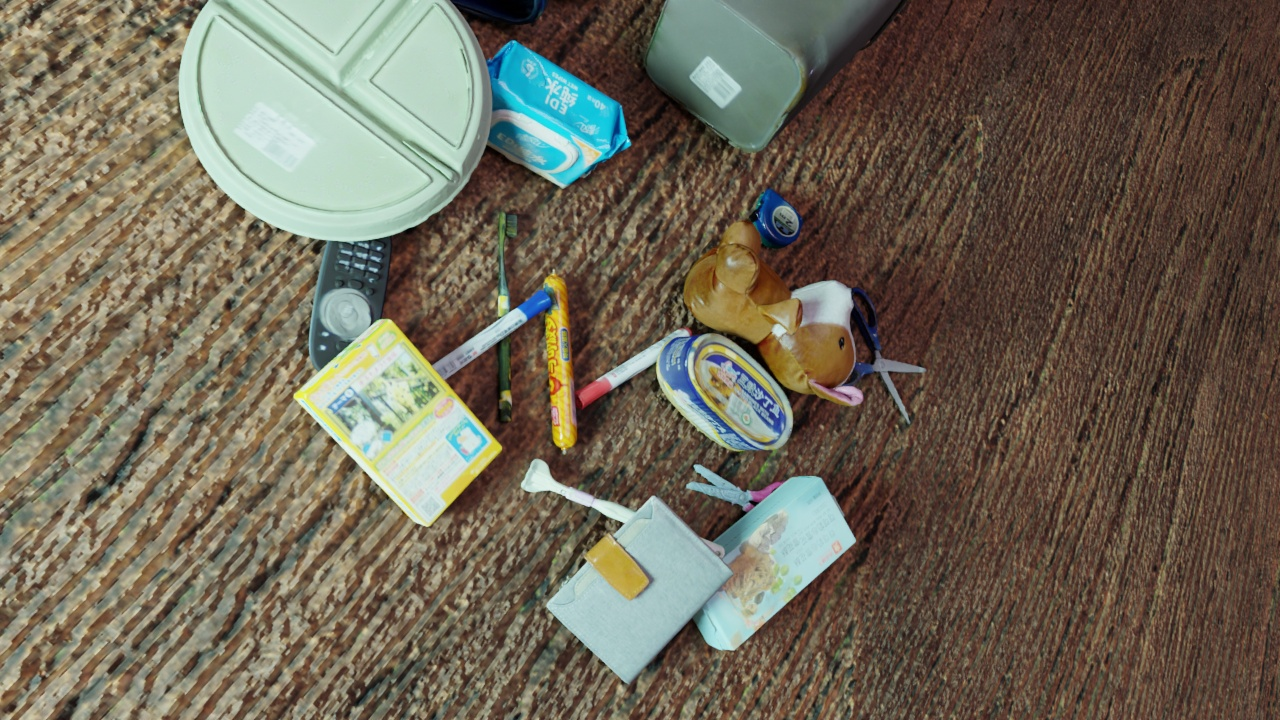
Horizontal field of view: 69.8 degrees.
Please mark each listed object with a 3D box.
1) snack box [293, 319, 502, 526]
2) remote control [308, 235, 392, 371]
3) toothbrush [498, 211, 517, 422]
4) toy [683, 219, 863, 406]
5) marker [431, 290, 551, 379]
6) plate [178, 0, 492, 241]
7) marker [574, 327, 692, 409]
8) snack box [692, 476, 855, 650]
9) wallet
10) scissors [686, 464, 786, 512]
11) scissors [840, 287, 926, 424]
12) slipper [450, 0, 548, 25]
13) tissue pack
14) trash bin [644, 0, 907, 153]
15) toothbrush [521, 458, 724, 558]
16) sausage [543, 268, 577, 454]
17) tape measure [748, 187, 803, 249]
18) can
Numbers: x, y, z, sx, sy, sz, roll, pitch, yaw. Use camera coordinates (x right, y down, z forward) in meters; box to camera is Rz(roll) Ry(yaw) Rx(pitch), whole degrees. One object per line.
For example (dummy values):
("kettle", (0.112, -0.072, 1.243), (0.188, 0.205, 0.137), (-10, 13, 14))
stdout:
("snack box", (-0.180, 0.048, 0.697), (0.086, 0.034, 0.140), (-48, 117, -25))
("remote control", (-0.225, -0.051, 0.710), (0.053, 0.024, 0.136), (15, 74, -33))
("toothbrush", (-0.114, -0.039, 0.788), (0.017, 0.012, 0.185), (3, 78, -23))
("toy", (0.141, -0.043, 0.885), (0.199, 0.131, 0.139), (47, 24, -13))
("marker", (-0.133, -0.014, 0.757), (0.145, 0.017, 0.017), (-38, 101, -25))
("plate", (-0.227, -0.205, 0.692), (0.230, 0.027, 0.230), (1, 85, -12))
("marker", (-0.005, 0.005, 0.848), (0.144, 0.017, 0.017), (-31, 97, -34))
("snack box", (0.116, 0.185, 0.855), (0.174, 0.052, 0.074), (-34, 98, -25))
("wallet", (0.000, 0.189, 0.766), (0.129, 0.037, 0.106), (-45, 101, -4))
("scissors", (0.097, 0.143, 0.889), (0.137, 0.017, 0.076), (16, 80, -26))
("scissors", (0.261, -0.003, 1.028), (0.175, 0.012, 0.162), (-7, 83, -35))
("slipper", (-0.114, -0.348, 0.797), (0.252, 0.105, 0.095), (-16, 81, -32))
("tissue pack", (-0.087, -0.208, 0.795), (0.140, 0.090, 0.063), (26, 66, -27))
("trash bin", (0.134, -0.348, 0.907), (0.199, 0.199, 0.219), (37, 68, 0))
("toothbrush", (-0.011, 0.132, 0.788), (0.189, 0.020, 0.029), (24, 97, -12))
("sausage", (-0.070, 0.000, 0.803), (0.021, 0.022, 0.165), (1, 78, -33))
("tape measure", (0.143, -0.146, 0.973), (0.058, 0.025, 0.054), (35, 64, -18))
("can", (0.082, 0.032, 0.869), (0.148, 0.049, 0.074), (42, 62, -27))
